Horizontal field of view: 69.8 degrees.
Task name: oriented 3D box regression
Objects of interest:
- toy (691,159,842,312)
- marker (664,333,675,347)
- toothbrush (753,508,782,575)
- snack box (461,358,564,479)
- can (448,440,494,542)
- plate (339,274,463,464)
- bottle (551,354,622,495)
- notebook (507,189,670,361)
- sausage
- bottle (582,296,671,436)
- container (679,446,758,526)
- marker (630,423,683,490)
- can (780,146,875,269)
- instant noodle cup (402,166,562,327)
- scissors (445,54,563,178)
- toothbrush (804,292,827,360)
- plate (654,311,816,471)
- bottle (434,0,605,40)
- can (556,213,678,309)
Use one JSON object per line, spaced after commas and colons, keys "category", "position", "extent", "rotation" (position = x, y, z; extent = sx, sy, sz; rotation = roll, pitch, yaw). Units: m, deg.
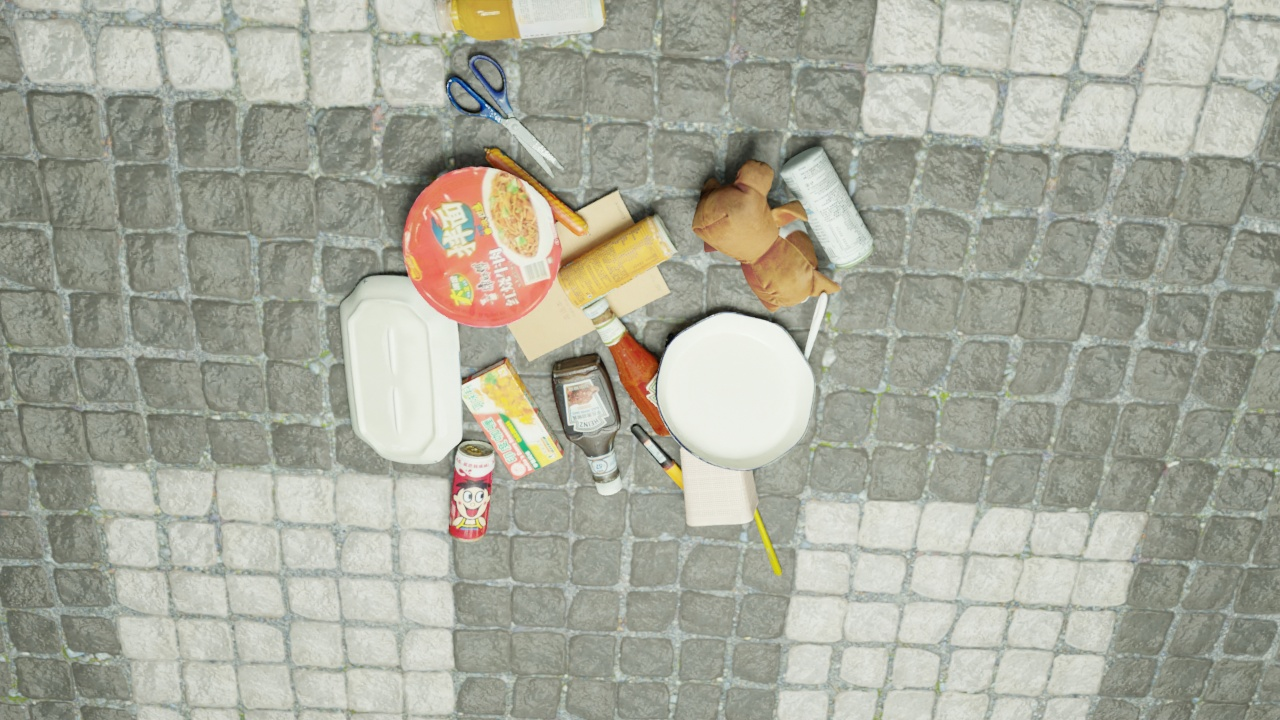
{"category": "toy", "position": [0.152, -0.144, 1.121], "extent": [0.199, 0.140, 0.130], "rotation": [49, 61, -18]}
{"category": "marker", "position": [0.091, 0.002, 1.219], "extent": [0.130, 0.018, 0.023], "rotation": [29, 116, -11]}
{"category": "toothbrush", "position": [0.165, 0.229, 1.307], "extent": [0.017, 0.015, 0.190], "rotation": [-19, 110, 11]}
{"category": "snack box", "position": [-0.174, 0.080, 1.239], "extent": [0.077, 0.027, 0.156], "rotation": [-26, 109, 10]}
{"category": "can", "position": [-0.232, 0.180, 1.263], "extent": [0.053, 0.053, 0.133], "rotation": [8, 111, -4]}
{"category": "plate", "position": [-0.316, 0.021, 1.197], "extent": [0.162, 0.034, 0.266], "rotation": [5, 110, 8]}
{"category": "bottle", "position": [-0.064, 0.090, 1.237], "extent": [0.080, 0.044, 0.195], "rotation": [-12, 111, 5]}
{"category": "notebook", "position": [-0.087, -0.105, 1.179], "extent": [0.212, 0.012, 0.149], "rotation": [-26, 110, 9]}
{"category": "sausage", "position": [-0.126, -0.206, 1.126], "extent": [0.165, 0.021, 0.021], "rotation": [39, 106, -7]}
{"category": "bottle", "position": [-0.007, 0.007, 1.196], "extent": [0.060, 0.059, 0.206], "rotation": [-31, 109, 10]}
{"category": "container", "position": [0.104, 0.152, 1.230], "extent": [0.090, 0.089, 0.111], "rotation": [-6, 102, 16]}
{"category": "marker", "position": [0.029, 0.134, 1.271], "extent": [0.018, 0.015, 0.124], "rotation": [-37, 104, 17]}
{"category": "can", "position": [0.230, -0.187, 1.126], "extent": [0.058, 0.058, 0.147], "rotation": [-31, 108, 10]}
{"category": "instant noodle cup", "position": [-0.188, -0.139, 1.125], "extent": [0.194, 0.065, 0.194], "rotation": [1, 102, 5]}
{"category": "scissors", "position": [-0.167, -0.283, 1.109], "extent": [0.125, 0.012, 0.174], "rotation": [-14, 112, 3]}
{"category": "toothbrush", "position": [0.220, -0.023, 1.168], "extent": [0.016, 0.016, 0.180], "rotation": [-7, 141, -7]}
{"category": "plate", "position": [0.119, 0.041, 1.170], "extent": [0.205, 0.046, 0.204], "rotation": [2, 74, -6]}
{"category": "bottle", "position": [-0.135, -0.398, 1.034], "extent": [0.189, 0.068, 0.068], "rotation": [-5, 111, 1]}
{"category": "can", "position": [-0.030, -0.122, 1.135], "extent": [0.146, 0.058, 0.058], "rotation": [-29, 109, 10]}
